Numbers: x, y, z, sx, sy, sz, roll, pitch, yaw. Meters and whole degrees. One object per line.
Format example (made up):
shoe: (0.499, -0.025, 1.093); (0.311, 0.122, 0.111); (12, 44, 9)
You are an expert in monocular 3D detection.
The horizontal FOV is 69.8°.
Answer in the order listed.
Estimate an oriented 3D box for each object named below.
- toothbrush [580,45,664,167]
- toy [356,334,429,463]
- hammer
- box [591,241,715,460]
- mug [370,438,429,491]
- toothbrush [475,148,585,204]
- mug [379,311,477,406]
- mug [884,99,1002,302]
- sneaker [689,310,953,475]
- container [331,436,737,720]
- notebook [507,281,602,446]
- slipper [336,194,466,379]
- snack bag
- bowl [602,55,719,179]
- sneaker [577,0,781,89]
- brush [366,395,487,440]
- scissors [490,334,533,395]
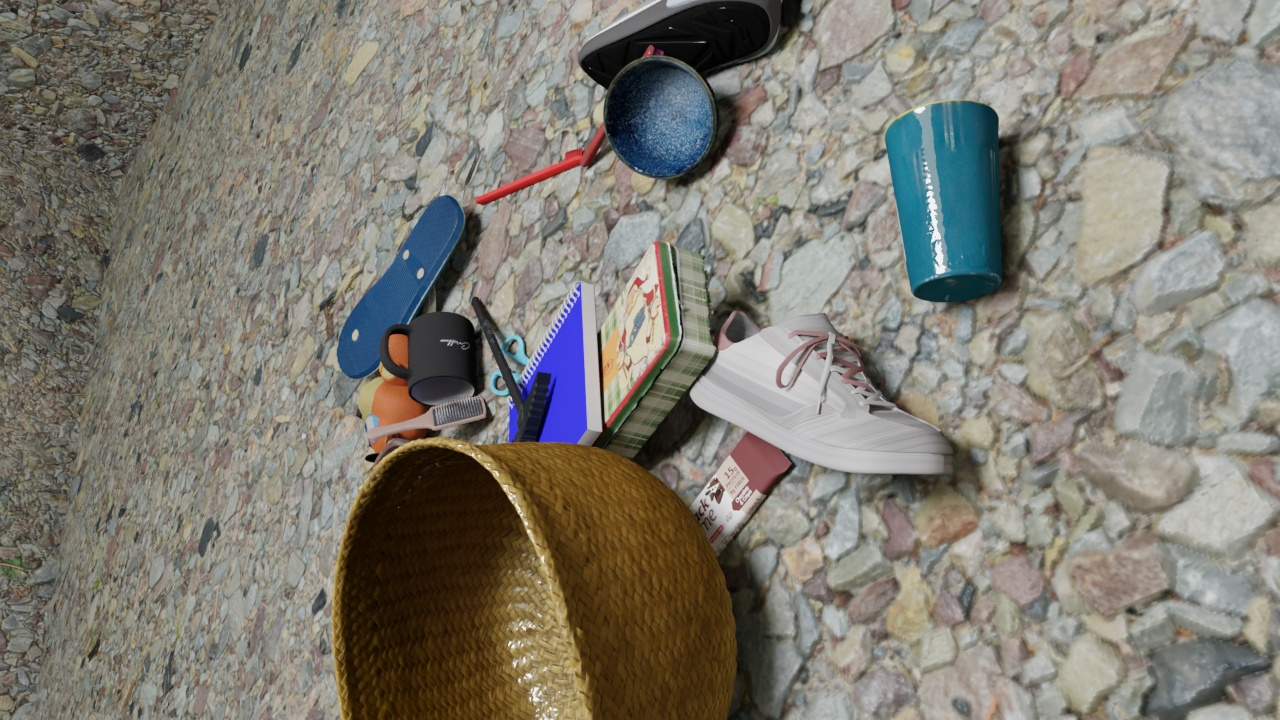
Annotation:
toothbrush: (-0.022, -0.259, 0.953); (0.190, 0.016, 0.016); (136, 146, -56)
toy: (-0.296, 0.056, 1.118); (0.112, 0.096, 0.176); (122, 138, -59)
hammer: (-0.151, -0.010, 0.990); (0.325, 0.015, 0.095); (53, 129, 58)
box: (-0.005, 0.005, 0.789); (0.206, 0.051, 0.117); (125, 153, -46)
mug: (-0.236, 0.132, 1.010); (0.096, 0.110, 0.123); (-46, 45, 18)
toothbrush: (-0.137, -0.222, 1.114); (0.213, 0.012, 0.017); (-9, 68, 46)
mug: (-0.248, -0.005, 1.071); (0.078, 0.113, 0.087); (-39, 48, 43)
mug: (0.212, -0.106, 0.633); (0.078, 0.078, 0.121); (-15, 69, 44)
sneaker: (0.126, 0.013, 0.659); (0.236, 0.099, 0.089); (22, 106, 52)
container: (-0.080, 0.207, 0.698); (0.308, 0.196, 0.307); (1, 91, 41)
notebook: (-0.087, 0.048, 0.877); (0.210, 0.022, 0.171); (126, 148, -45)
slipper: (-0.304, -0.085, 1.212); (0.295, 0.060, 0.118); (-52, 47, 18)
snack bag: (0.061, 0.126, 0.751); (0.158, 0.013, 0.057); (-55, 41, 18)
bowl: (0.027, -0.237, 0.888); (0.114, 0.060, 0.114); (8, 114, 19)
sneaker: (0.047, -0.366, 0.919); (0.257, 0.093, 0.160); (0, 66, 50)
brush: (-0.243, 0.064, 1.036); (0.050, 0.135, 0.015); (-121, 19, -60)
scissors: (-0.118, 0.005, 1.006); (0.142, 0.015, 0.076); (4, 77, 43)
